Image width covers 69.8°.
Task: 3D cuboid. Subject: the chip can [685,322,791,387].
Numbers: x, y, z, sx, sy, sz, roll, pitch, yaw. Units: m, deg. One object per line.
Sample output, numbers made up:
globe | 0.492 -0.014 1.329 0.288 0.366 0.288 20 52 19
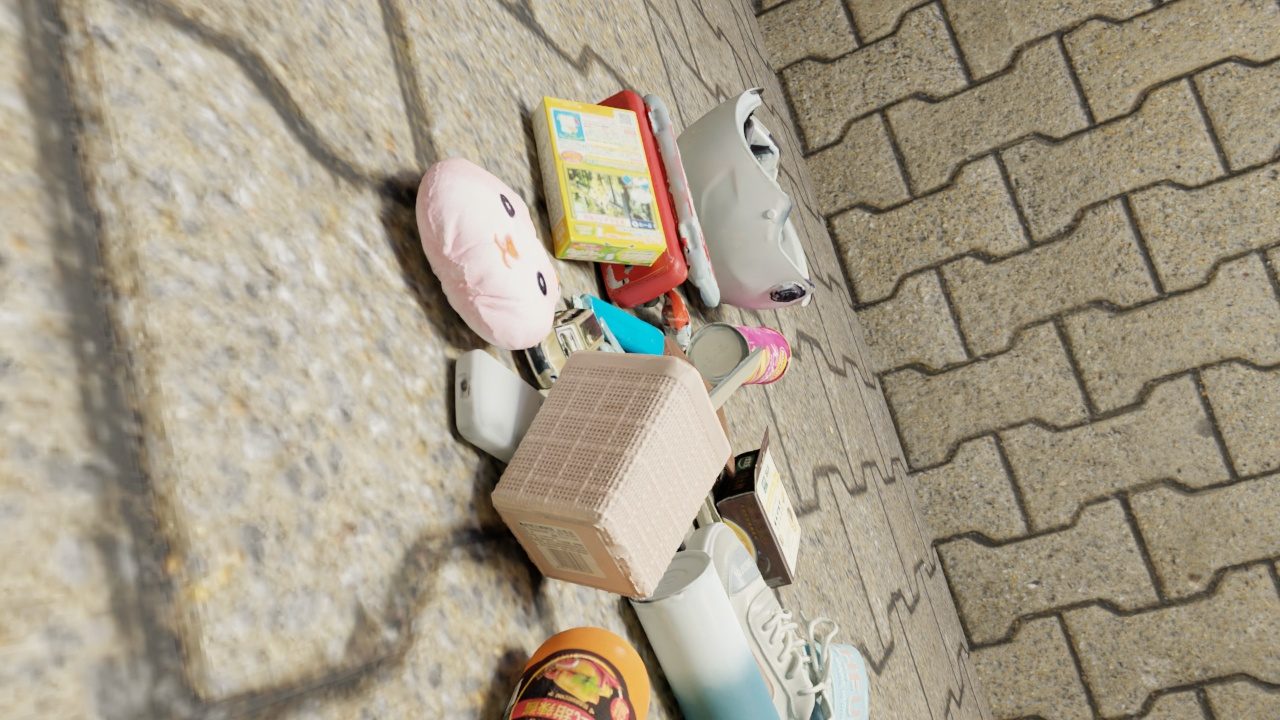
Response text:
chip can | 0.113 -0.005 1.026 0.210 0.071 0.071 -2 73 -70

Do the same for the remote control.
remote control | -0.068 0.043 0.557 0.136 0.020 0.055 44 32 -53

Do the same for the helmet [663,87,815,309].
helmet | 0.101 -0.158 1.031 0.259 0.146 0.228 55 24 -58

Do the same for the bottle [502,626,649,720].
bottle | -0.044 0.190 0.425 0.067 0.067 0.149 65 27 -15

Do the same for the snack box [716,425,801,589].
snack box | 0.122 0.148 0.925 0.125 0.053 0.113 66 20 -11

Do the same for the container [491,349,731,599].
container | -0.017 0.065 0.523 0.110 0.090 0.090 -59 140 -35

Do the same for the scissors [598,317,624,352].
scissors | -0.005 0.002 0.761 0.083 0.017 0.138 -80 150 -42

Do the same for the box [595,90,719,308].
box | 0.012 -0.138 0.832 0.101 0.095 0.201 27 45 -56

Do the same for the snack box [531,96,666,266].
snack box | -0.035 -0.146 0.749 0.086 0.034 0.140 1 63 -29

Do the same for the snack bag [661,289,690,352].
snack bag | 0.034 -0.037 0.884 0.104 0.026 0.048 75 6 -76

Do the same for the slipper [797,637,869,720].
slipper | 0.180 0.318 0.864 0.245 0.074 0.104 40 47 -60

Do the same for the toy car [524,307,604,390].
toy car | -0.054 -0.011 0.630 0.042 0.035 0.090 66 22 -9

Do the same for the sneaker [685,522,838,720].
sneaker | 0.107 0.240 0.712 0.089 0.091 0.242 -23 95 -58

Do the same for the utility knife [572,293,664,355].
utility knife | -0.018 -0.027 0.769 0.159 0.018 0.034 26 61 -62

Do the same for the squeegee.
squeegee | 0.070 0.145 0.804 0.245 0.039 0.247 -38 116 -49

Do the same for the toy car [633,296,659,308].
toy car | 0.003 -0.088 0.861 0.043 0.034 0.090 59 36 -40

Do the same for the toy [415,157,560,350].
toy | -0.088 -0.068 0.572 0.159 0.054 0.121 -58 126 -76

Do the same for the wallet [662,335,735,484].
wallet | 0.051 0.047 0.868 0.124 0.032 0.101 50 24 -46

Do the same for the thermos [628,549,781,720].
thermos | 0.060 0.243 0.648 0.220 0.070 0.070 67 19 -12
